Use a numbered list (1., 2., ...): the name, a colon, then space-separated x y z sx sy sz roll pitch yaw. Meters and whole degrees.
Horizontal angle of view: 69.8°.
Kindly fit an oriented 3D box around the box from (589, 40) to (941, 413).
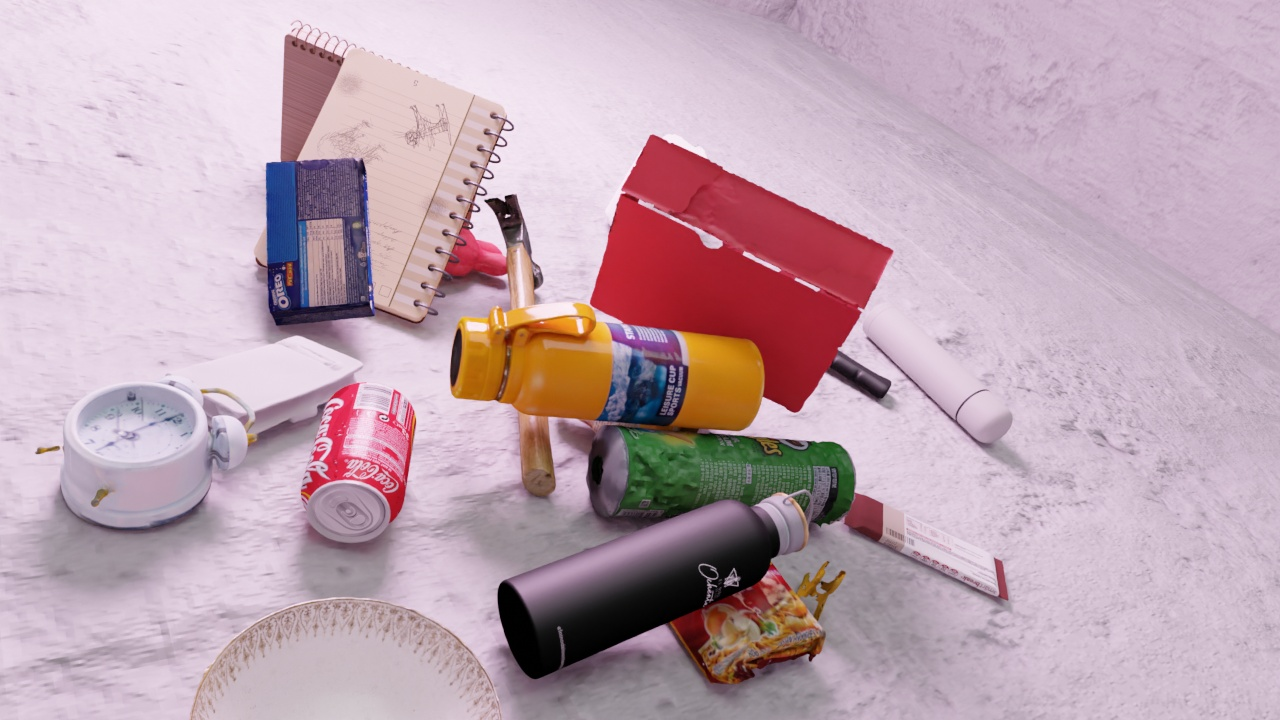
1. box: 0.142 -0.212 0.695 0.215 0.512 0.140 27 29 8

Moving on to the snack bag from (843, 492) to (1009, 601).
1. snack bag: 0.256 0.165 0.827 0.158 0.013 0.056 25 31 1

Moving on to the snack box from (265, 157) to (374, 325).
1. snack box: -0.272 -0.103 0.776 0.082 0.027 0.150 -6 66 -9

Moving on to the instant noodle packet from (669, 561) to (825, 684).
1. instant noodle packet: 0.062 0.168 0.657 0.098 0.040 0.135 -7 42 -32

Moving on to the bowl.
1. bowl: -0.143 0.190 0.442 0.145 0.063 0.145 17 30 -11

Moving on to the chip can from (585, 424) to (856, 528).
1. chip can: 0.066 0.095 0.743 0.223 0.076 0.075 7 33 -27

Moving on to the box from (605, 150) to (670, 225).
1. box: 0.023 -0.227 1.186 0.083 0.138 0.143 34 20 7

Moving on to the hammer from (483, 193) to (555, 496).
1. hammer: -0.101 -0.023 0.800 0.033 0.132 0.329 -11 45 -2

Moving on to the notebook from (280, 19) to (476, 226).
1. notebook: -0.263 -0.231 0.936 0.210 0.170 0.022 22 45 -3

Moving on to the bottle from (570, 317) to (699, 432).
1. bottle: -0.005 0.005 0.842 0.157 0.068 0.067 27 29 6

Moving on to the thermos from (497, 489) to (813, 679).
1. thermos: 0.025 0.135 0.601 0.230 0.061 0.061 -15 46 -28

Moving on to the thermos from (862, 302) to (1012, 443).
1. thermos: 0.357 0.013 1.110 0.052 0.052 0.224 1 36 -35

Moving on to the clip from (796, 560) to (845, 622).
1. clip: 0.137 0.175 0.693 0.044 0.050 0.053 60 31 -5

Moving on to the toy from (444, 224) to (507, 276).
1. toy: -0.194 -0.118 0.926 0.135 0.045 0.091 20 26 -29

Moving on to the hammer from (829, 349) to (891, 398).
1. hammer: 0.152 -0.052 1.085 0.323 0.029 0.126 34 23 14

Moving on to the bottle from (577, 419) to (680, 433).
1. bottle: -0.018 0.041 0.779 0.109 0.063 0.063 18 29 0

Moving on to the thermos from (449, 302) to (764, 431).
1. thermos: -0.023 0.001 0.697 0.232 0.091 0.076 6 13 -20

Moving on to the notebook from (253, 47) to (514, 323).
1. notebook: -0.228 -0.161 0.837 0.167 0.225 0.024 21 -13 -6

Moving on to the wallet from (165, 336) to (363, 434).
1. wallet: -0.270 0.018 0.670 0.086 0.032 0.116 26 30 26

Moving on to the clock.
1. clock: -0.295 0.051 0.563 0.083 0.057 0.117 33 37 17

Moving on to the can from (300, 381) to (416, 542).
1. can: -0.186 0.066 0.612 0.064 0.064 0.104 15 31 -16
